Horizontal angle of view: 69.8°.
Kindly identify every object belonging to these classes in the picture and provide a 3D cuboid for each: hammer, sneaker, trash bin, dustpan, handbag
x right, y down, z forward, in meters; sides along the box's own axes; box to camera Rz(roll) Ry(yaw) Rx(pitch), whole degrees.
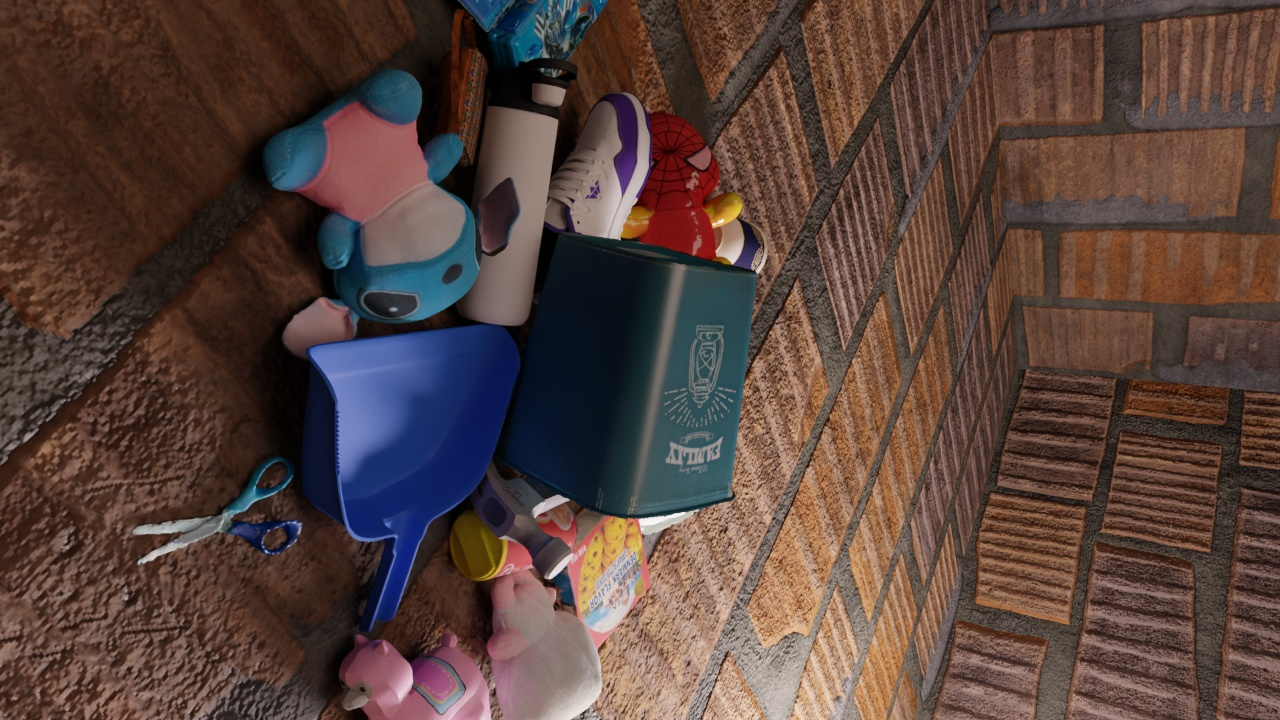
[{"bbox_3d":[-0.064,0.128,0.958,0.035,0.139,0.311,-54,164,18],"label":"hammer"},{"bbox_3d":[-0.067,-0.160,0.919,0.111,0.092,0.244,11,90,-54],"label":"sneaker"},{"bbox_3d":[-0.005,0.005,0.859,0.196,0.199,0.219,-1,107,-48],"label":"trash bin"},{"bbox_3d":[-0.202,0.105,0.759,0.245,0.059,0.258,-14,129,-65],"label":"dustpan"},{"bbox_3d":[-0.148,-0.223,0.726,0.196,0.043,0.093,148,-49,-80],"label":"handbag"}]

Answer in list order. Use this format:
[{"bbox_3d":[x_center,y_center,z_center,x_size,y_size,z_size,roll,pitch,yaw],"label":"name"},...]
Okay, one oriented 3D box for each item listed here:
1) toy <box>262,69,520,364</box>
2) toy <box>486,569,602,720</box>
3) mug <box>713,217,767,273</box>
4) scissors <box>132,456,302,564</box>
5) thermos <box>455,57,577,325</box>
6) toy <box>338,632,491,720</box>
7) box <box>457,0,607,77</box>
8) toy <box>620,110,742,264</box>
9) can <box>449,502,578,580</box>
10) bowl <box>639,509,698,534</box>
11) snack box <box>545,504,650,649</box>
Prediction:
[{"bbox_3d":[-0.203,-0.107,0.704,0.223,0.099,0.191,-39,128,-20],"label":"toy"},{"bbox_3d":[-0.105,0.291,0.934,0.179,0.102,0.138,67,26,-12],"label":"toy"},{"bbox_3d":[0.100,-0.140,1.201,0.112,0.085,0.089,-52,149,17],"label":"mug"},{"bbox_3d":[-0.301,0.127,0.662,0.134,0.016,0.083,-29,121,-51],"label":"scissors"},{"bbox_3d":[-0.108,-0.145,0.810,0.068,0.101,0.230,4,102,-33],"label":"thermos"},{"bbox_3d":[-0.198,0.293,0.807,0.123,0.067,0.158,-44,127,-47],"label":"toy"},{"bbox_3d":[-0.087,-0.377,0.868,0.242,0.060,0.175,-64,143,-29],"label":"box"},{"bbox_3d":[0.032,-0.174,1.028,0.147,0.099,0.216,-3,77,-21],"label":"toy"},{"bbox_3d":[-0.123,0.174,0.902,0.124,0.067,0.066,4,92,-58],"label":"can"},{"bbox_3d":[0.066,0.154,1.170,0.173,0.068,0.174,-41,141,-46],"label":"bowl"},{"bbox_3d":[-0.048,0.241,1.059,0.142,0.040,0.145,-40,128,-49],"label":"snack box"}]
